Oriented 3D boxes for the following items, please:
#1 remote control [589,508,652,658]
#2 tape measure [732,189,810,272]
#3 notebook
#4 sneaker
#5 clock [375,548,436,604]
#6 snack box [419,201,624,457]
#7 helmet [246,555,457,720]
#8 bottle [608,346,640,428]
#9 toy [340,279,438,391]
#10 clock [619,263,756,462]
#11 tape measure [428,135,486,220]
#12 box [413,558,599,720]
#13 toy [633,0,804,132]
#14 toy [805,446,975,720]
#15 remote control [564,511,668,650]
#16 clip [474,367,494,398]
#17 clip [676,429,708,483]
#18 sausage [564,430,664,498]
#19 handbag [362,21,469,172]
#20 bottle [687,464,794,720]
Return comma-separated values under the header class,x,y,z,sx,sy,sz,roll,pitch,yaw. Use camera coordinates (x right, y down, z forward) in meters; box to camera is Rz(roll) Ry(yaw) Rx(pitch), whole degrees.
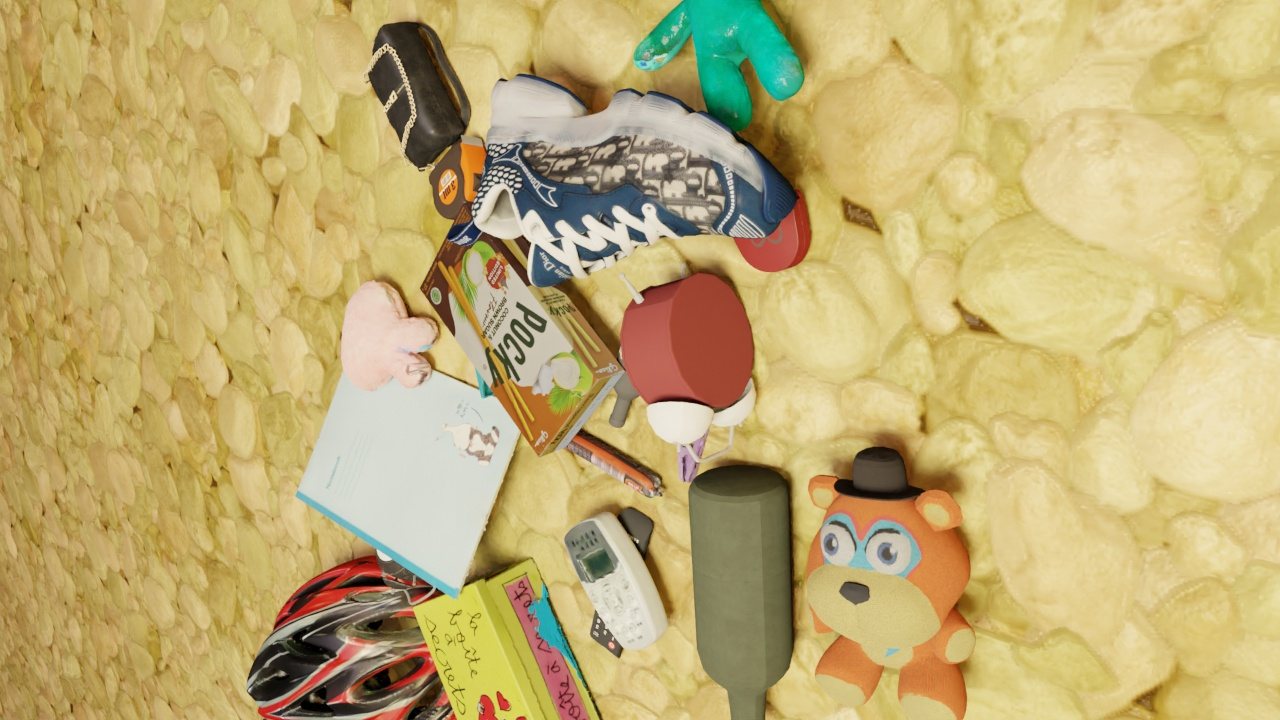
class,x,y,z,sx,sy,sz,roll,pitch,yaw
remote control,-0.017,0.193,0.784,0.033,0.015,0.147,28,119,30
tape measure,0.086,-0.085,0.615,0.059,0.019,0.051,-1,104,46
notebook,-0.229,0.094,0.883,0.254,0.009,0.181,19,89,35
sneaker,-0.025,-0.102,0.611,0.270,0.103,0.132,22,84,39
clock,-0.225,0.174,0.901,0.091,0.043,0.122,-34,44,30
snack box,-0.100,-0.027,0.739,0.186,0.031,0.101,52,130,18
helmet,-0.292,0.325,0.974,0.273,0.166,0.217,-23,91,29
bottle,-0.004,0.004,0.707,0.030,0.030,0.113,34,122,27
toy,-0.242,-0.018,0.882,0.105,0.053,0.108,20,101,24
clock,0.035,0.000,0.632,0.048,0.096,0.137,-11,93,42
tape measure,-0.147,-0.148,0.778,0.058,0.038,0.058,-37,65,39
box,-0.118,0.307,0.862,0.125,0.079,0.221,-26,87,42
toy,0.046,-0.236,0.575,0.131,0.072,0.193,-28,75,39
toy,0.156,0.142,0.584,0.112,0.096,0.176,0,92,40
remote control,-0.019,0.181,0.752,0.060,0.028,0.114,-33,81,40
clip,-0.132,-0.037,0.805,0.103,0.027,0.120,-36,80,37
clip,0.041,0.067,0.702,0.045,0.014,0.051,-20,87,39
sausage,-0.040,0.075,0.766,0.155,0.020,0.020,26,118,31
handbag,-0.196,-0.225,0.792,0.079,0.054,0.128,-28,87,52
bottle,0.075,0.183,0.669,0.072,0.071,0.207,7,107,38
